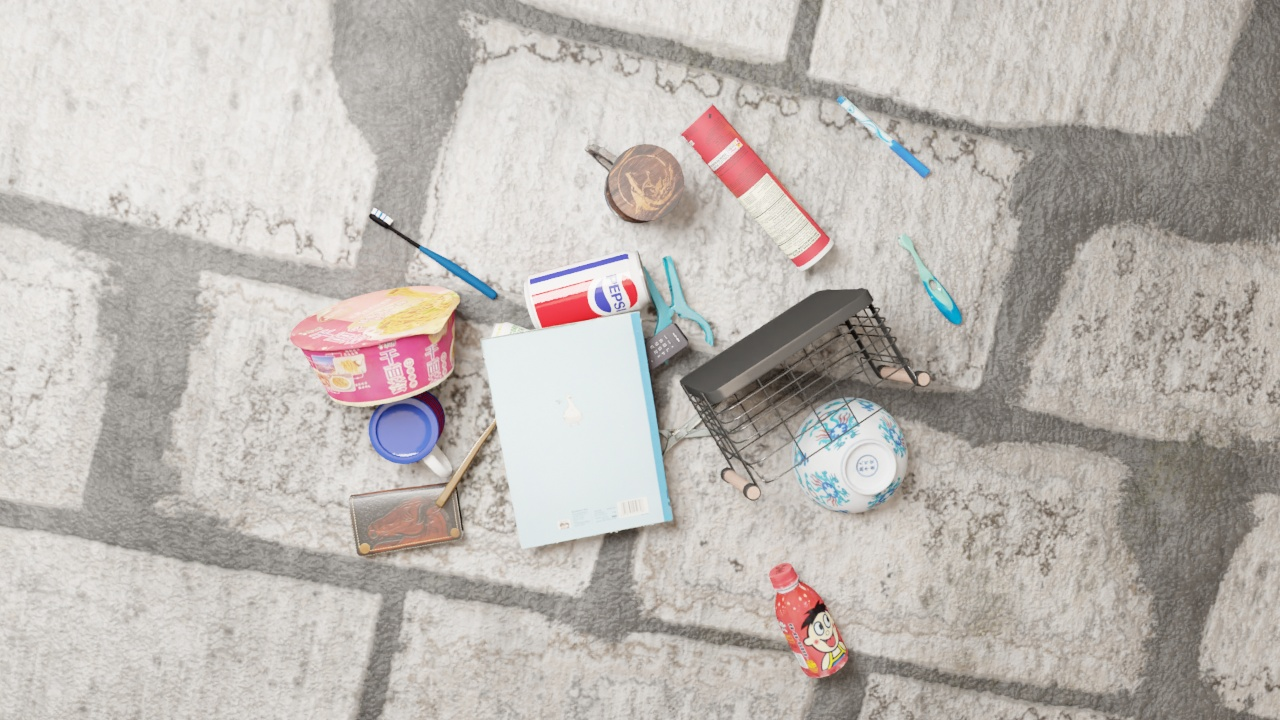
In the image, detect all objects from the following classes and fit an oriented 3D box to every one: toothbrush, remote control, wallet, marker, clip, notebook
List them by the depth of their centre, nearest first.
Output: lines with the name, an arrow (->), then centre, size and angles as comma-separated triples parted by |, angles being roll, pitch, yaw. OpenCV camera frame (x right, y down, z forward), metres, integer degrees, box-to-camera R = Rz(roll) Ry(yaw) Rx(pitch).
notebook -> -0.069, 0.082, 1.040 | 0.181, 0.009, 0.253 | -10, 103, -4
toothbrush -> -0.235, -0.120, 1.046 | 0.167, 0.014, 0.014 | 33, 80, -10
toothbrush -> -0.189, 0.097, 1.063 | 0.016, 0.016, 0.166 | 32, 82, -2
remote control -> -0.006, 0.006, 1.071 | 0.136, 0.015, 0.032 | -36, 94, 13
wallet -> -0.273, 0.183, 1.071 | 0.123, 0.019, 0.072 | -8, 96, -6
clip -> 0.022, -0.047, 1.080 | 0.121, 0.031, 0.130 | -43, 99, 4
marker -> 0.289, -0.267, 1.092 | 0.142, 0.013, 0.013 | 38, 90, -9
toothbrush -> 0.352, -0.098, 1.117 | 0.022, 0.017, 0.135 | -37, 101, -2

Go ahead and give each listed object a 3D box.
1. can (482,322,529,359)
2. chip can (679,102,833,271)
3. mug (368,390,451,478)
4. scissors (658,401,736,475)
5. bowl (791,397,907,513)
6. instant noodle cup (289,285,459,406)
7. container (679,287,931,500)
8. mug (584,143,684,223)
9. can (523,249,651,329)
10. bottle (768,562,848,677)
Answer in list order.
can -> -0.126, -0.006, 1.050 | 0.101, 0.055, 0.055 | 19, 93, -8
chip can -> 0.134, -0.200, 1.062 | 0.052, 0.052, 0.214 | -43, 98, -1
mug -> -0.251, 0.087, 1.035 | 0.075, 0.076, 0.112 | -36, 98, -2
scissors -> 0.031, 0.082, 1.094 | 0.162, 0.014, 0.141 | 31, 86, -12
bowl -> 0.261, 0.121, 1.098 | 0.144, 0.074, 0.144 | -1, 96, -7
instant noodle cup -> -0.275, -0.014, 0.984 | 0.178, 0.178, 0.078 | -11, 113, -5
container -> 0.176, 0.030, 1.029 | 0.241, 0.163, 0.130 | -33, 98, -6
mug -> -0.013, -0.204, 1.016 | 0.116, 0.107, 0.080 | 41, 90, -9
can -> -0.059, -0.078, 1.033 | 0.132, 0.070, 0.070 | -14, 97, 5
bottle -> 0.198, 0.312, 1.117 | 0.062, 0.062, 0.137 | -28, 99, -3
